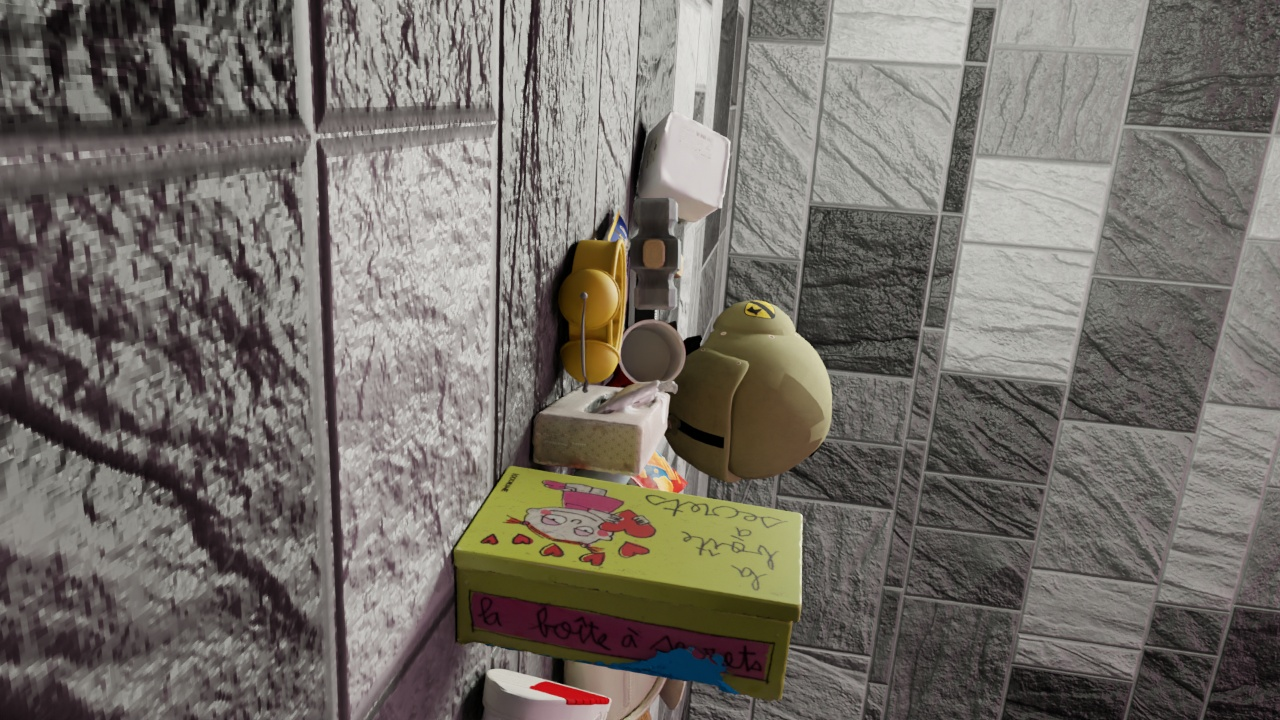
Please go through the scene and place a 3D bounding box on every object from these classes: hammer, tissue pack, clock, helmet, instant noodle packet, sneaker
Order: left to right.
[{"bbox_3d":[-0.079,0.307,0.721,0.237,0.090,0.104,85,19,-69],"label":"sneaker"},{"bbox_3d":[-0.040,-0.046,0.816,0.151,0.052,0.114,-79,171,-59],"label":"clock"},{"bbox_3d":[-0.028,-0.078,0.945,0.086,0.026,0.134,-78,170,-62],"label":"instant noodle packet"},{"bbox_3d":[-0.024,0.048,0.814,0.181,0.104,0.071,-23,116,-79],"label":"tissue pack"},{"bbox_3d":[0.030,-0.122,1.116,0.322,0.051,0.117,-33,123,-83],"label":"hammer"},{"bbox_3d":[0.131,0.050,1.251,0.232,0.256,0.251,-75,167,-61],"label":"helmet"}]

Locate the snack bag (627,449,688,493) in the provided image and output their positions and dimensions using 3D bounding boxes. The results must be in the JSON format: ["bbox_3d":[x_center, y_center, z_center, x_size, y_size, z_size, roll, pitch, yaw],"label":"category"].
[{"bbox_3d":[-0.006,0.104,0.973,0.039,0.131,0.144,-46,177,11],"label":"snack bag"}]

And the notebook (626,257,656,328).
[{"bbox_3d":[0.002,-0.064,1.200,0.148,0.016,0.207,-63,158,-65],"label":"notebook"}]

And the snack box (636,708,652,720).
[{"bbox_3d":[-0.047,0.423,0.923,0.206,0.057,0.056,-30,107,-65],"label":"snack box"}]

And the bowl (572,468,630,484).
[{"bbox_3d":[-0.056,0.126,0.769,0.106,0.039,0.106,-50,177,-4],"label":"bowl"}]

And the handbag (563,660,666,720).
[{"bbox_3d":[-0.045,0.265,0.964,0.183,0.132,0.229,-18,113,-53],"label":"handbag"}]

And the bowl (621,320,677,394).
[{"bbox_3d":[0.005,0.008,1.107,0.124,0.052,0.124,-172,-88,-84],"label":"bowl"}]

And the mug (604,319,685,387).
[{"bbox_3d":[-0.006,0.006,1.001,0.105,0.073,0.082,-42,-177,-8],"label":"mug"}]

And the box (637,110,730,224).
[{"bbox_3d":[0.037,-0.222,1.144,0.130,0.103,0.109,-25,-130,56],"label":"box"}]

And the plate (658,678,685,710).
[{"bbox_3d":[0.028,0.310,1.080,0.189,0.027,0.188,-177,-89,-82],"label":"plate"}]

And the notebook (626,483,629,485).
[{"bbox_3d":[-0.022,0.252,1.264,0.248,0.014,0.179,-69,163,-59],"label":"notebook"}]

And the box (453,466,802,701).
[{"bbox_3d":[-0.002,0.145,0.624,0.124,0.221,0.082,-58,152,-66],"label":"box"}]
